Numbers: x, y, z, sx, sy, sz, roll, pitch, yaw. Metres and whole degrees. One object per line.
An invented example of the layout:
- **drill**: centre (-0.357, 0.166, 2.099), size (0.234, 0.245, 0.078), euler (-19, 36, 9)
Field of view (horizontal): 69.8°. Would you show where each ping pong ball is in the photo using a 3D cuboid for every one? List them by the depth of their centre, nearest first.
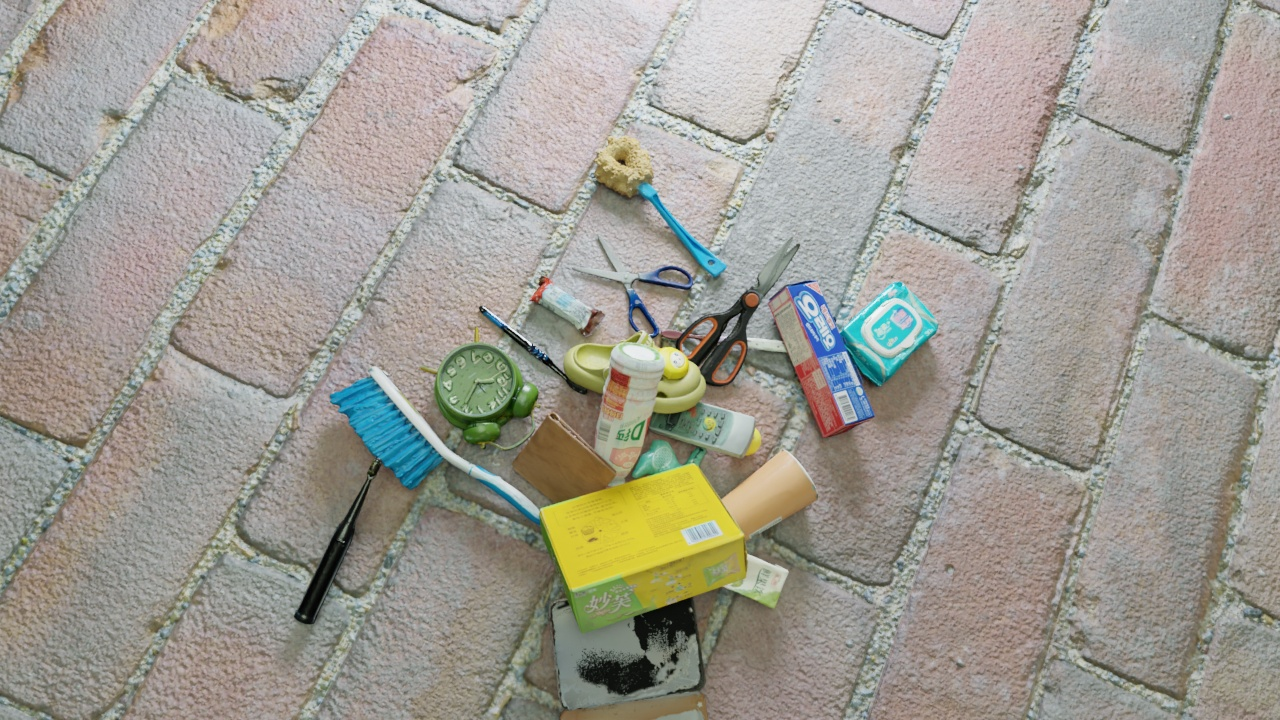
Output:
- **ping pong ball**: centre (0.139, 0.105, 1.207), size (0.040, 0.040, 0.040), euler (1, 73, -5)

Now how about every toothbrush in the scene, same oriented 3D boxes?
- **toothbrush**: centre (-0.362, 0.216, 1.109), size (0.026, 0.027, 0.212), euler (25, 87, -4)
- **toothbrush**: centre (-0.145, -0.016, 1.231), size (0.189, 0.016, 0.014), euler (39, 69, 7)
- **toothbrush**: centre (0.119, -0.025, 1.259), size (0.187, 0.017, 0.016), euler (6, 69, -6)

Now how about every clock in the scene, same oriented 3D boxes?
- **clock**: centre (-0.200, 0.044, 1.186), size (0.116, 0.056, 0.161), euler (-38, 81, -13)

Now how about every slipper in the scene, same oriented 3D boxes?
- **slipper**: centre (-0.007, 0.007, 1.189), size (0.190, 0.082, 0.091), euler (14, 40, 7)

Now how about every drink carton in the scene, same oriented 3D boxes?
- **drink carton**: centre (0.119, 0.265, 1.155), size (0.122, 0.045, 0.053), euler (22, 81, 3)

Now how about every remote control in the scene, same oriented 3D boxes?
- **remote control**: centre (0.081, 0.084, 1.196), size (0.135, 0.019, 0.056), euler (16, 70, 21)

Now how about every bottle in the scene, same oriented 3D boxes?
- **bottle**: centre (-0.021, 0.078, 1.142), size (0.068, 0.068, 0.197), euler (12, 112, -2)

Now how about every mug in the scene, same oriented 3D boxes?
- **mug**: centre (0.156, 0.180, 1.172), size (0.122, 0.078, 0.078), euler (-34, 79, -8)

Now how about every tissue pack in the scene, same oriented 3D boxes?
- **tissue pack**: centre (0.337, -0.035, 1.262), size (0.133, 0.050, 0.093), euler (-42, 82, -15)

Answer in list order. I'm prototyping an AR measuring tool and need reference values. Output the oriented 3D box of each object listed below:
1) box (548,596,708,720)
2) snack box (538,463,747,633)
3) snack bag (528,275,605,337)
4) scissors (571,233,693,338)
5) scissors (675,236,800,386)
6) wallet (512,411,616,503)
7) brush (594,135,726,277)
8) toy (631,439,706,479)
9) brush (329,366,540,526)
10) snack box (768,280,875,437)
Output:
- **box**: centre (-0.010, 0.404, 1.091), size (0.176, 0.082, 0.259), euler (-6, 78, -7)
- **snack box**: centre (0.001, 0.216, 1.088), size (0.210, 0.070, 0.157), euler (-16, 32, -12)
- **snack bag**: centre (-0.101, -0.074, 1.246), size (0.105, 0.026, 0.045), euler (32, 64, 4)
- **scissors**: centre (-0.008, -0.106, 1.272), size (0.162, 0.012, 0.174), euler (-11, 74, -7)
- **scissors**: centre (0.150, -0.062, 1.239), size (0.234, 0.022, 0.148), euler (-31, 100, -4)
- **wallet**: centre (-0.096, 0.135, 1.154), size (0.115, 0.101, 0.020), euler (42, 31, 5)
- **brush**: centre (0.029, -0.216, 1.298), size (0.083, 0.046, 0.254), euler (-40, 85, -19)
- **toy**: centre (0.044, 0.138, 1.191), size (0.092, 0.030, 0.096), euler (42, 66, -13)
- **brush**: centre (-0.252, 0.127, 1.153), size (0.109, 0.060, 0.314), euler (-41, 84, -9)
- **snack box**: centre (0.242, -0.005, 1.234), size (0.057, 0.058, 0.207), euler (-14, 75, -27)
